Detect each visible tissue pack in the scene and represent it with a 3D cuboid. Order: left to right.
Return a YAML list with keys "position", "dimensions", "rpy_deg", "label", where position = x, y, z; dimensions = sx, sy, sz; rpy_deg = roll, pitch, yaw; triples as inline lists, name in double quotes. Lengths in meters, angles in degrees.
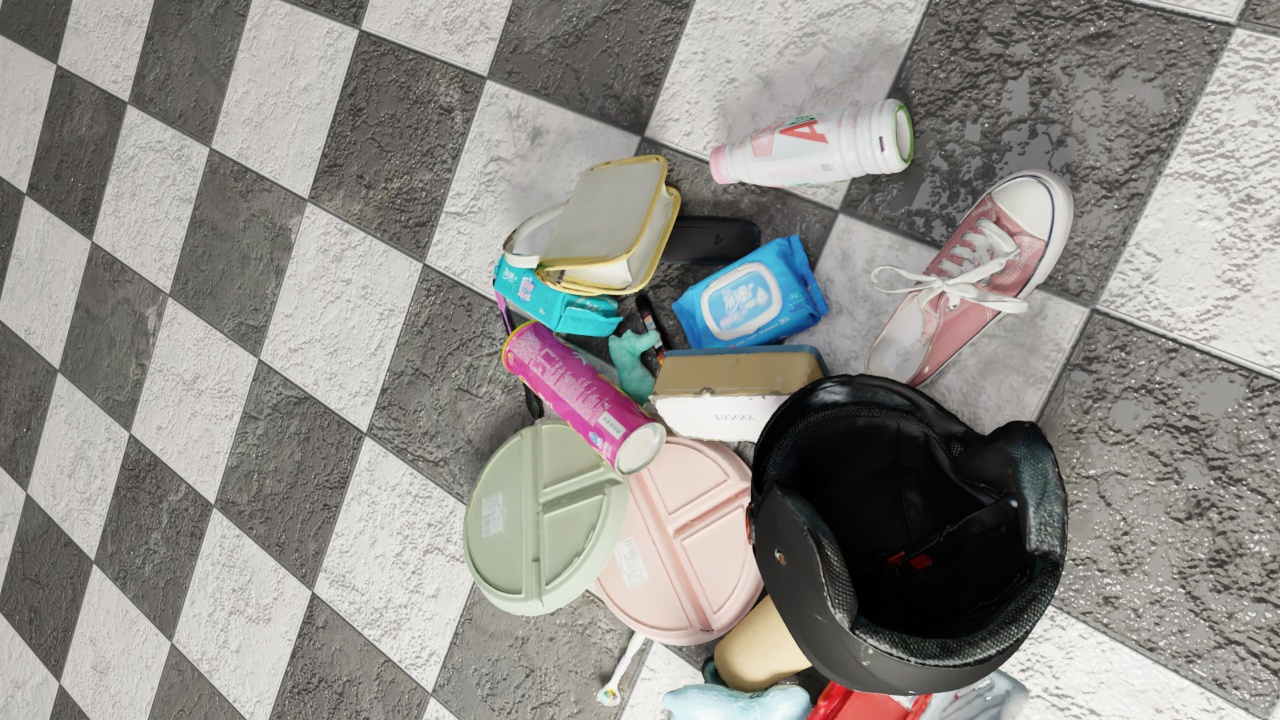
- position: [-0.093, -0.072, 1.024]
  dimensions: [0.133, 0.093, 0.050]
  rpy_deg: [34, 107, 34]
  label: "tissue pack"
- position: [0.108, -0.055, 0.936]
  dimensions: [0.157, 0.052, 0.095]
  rpy_deg: [-28, 75, 27]
  label: "tissue pack"

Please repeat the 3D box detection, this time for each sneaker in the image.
- position: [0.283, -0.067, 0.811]
  dimensions: [0.118, 0.087, 0.241]
  rpy_deg: [46, 112, 23]
  label: "sneaker"

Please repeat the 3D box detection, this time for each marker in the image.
- position: [0.022, -0.018, 1.009]
  dimensions: [0.018, 0.015, 0.123]
  rpy_deg: [-34, 70, 28]
  label: "marker"

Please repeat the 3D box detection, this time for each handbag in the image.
- position: [-0.057, -0.140, 0.986]
  dimensions: [0.179, 0.063, 0.163]
  rpy_deg: [0, 50, 26]
  label: "handbag"

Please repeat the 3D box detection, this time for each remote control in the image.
- position: [0.061, -0.129, 0.981]
  dimensions: [0.137, 0.024, 0.053]
  rpy_deg: [5, 91, 31]
  label: "remote control"

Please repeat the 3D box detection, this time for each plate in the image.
- position: [-0.114, 0.167, 1.028]
  dimensions: [0.231, 0.027, 0.229]
  rpy_deg: [-18, 55, 28]
  label: "plate"
- position: [0.030, 0.187, 0.980]
  dimensions: [0.230, 0.028, 0.229]
  rpy_deg: [-4, 82, 32]
  label: "plate"

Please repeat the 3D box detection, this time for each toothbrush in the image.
- position: [-0.150, -0.015, 1.114]
  dimensions: [0.014, 0.017, 0.189]
  rpy_deg: [-27, 72, 27]
  label: "toothbrush"
- position: [0.002, 0.303, 1.014]
  dimensions: [0.190, 0.029, 0.020]
  rpy_deg: [-63, 22, 13]
  label: "toothbrush"

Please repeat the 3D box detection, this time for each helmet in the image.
- position: [0.208, 0.148, 0.776]
  dimensions: [0.231, 0.233, 0.274]
  rpy_deg: [89, 165, -45]
  label: "helmet"

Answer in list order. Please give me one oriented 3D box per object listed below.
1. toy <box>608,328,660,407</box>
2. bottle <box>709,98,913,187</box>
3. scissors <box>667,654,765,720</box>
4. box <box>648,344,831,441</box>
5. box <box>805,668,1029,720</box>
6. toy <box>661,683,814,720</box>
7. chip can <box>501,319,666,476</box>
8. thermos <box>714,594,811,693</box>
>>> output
- position: [-0.006, 0.006, 1.013]
  dimensions: [0.097, 0.030, 0.092]
  rpy_deg: [-31, 75, 40]
  label: "toy"
- position: [0.162, -0.206, 0.900]
  dimensions: [0.197, 0.068, 0.068]
  rpy_deg: [-2, 88, 34]
  label: "bottle"
- position: [0.108, 0.380, 0.949]
  dimensions: [0.177, 0.019, 0.172]
  rpy_deg: [13, 95, 32]
  label: "scissors"
- position: [0.106, 0.034, 0.907]
  dimensions: [0.185, 0.090, 0.063]
  rpy_deg: [-3, 52, 28]
  label: "box"
- position: [0.228, 0.333, 0.809]
  dimensions: [0.160, 0.063, 0.201]
  rpy_deg: [29, 75, 43]
  label: "box"
- position: [0.100, 0.353, 0.891]
  dimensions: [0.161, 0.049, 0.157]
  rpy_deg: [41, 117, -19]
  label: "toy"
- position: [-0.065, 0.038, 1.010]
  dimensions: [0.210, 0.071, 0.071]
  rpy_deg: [40, 109, 34]
  label: "chip can"
- position: [0.141, 0.267, 0.895]
  dimensions: [0.144, 0.092, 0.093]
  rpy_deg: [-48, 67, 30]
  label: "thermos"
